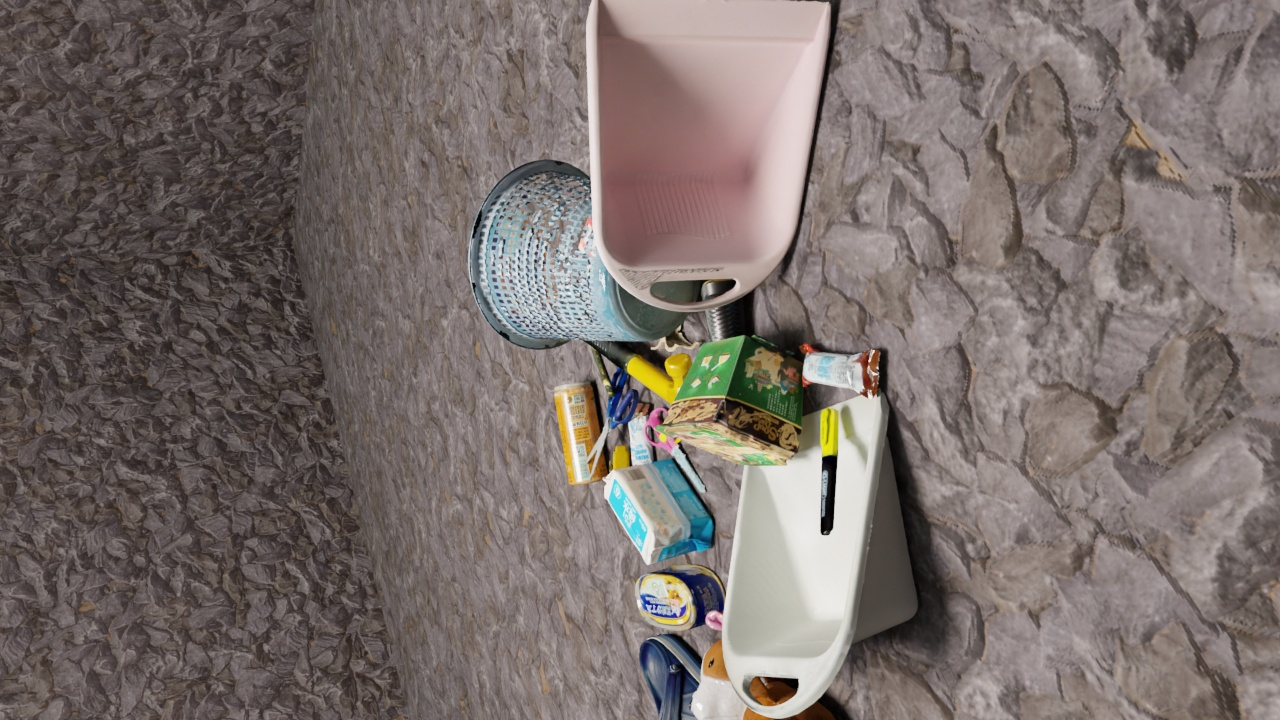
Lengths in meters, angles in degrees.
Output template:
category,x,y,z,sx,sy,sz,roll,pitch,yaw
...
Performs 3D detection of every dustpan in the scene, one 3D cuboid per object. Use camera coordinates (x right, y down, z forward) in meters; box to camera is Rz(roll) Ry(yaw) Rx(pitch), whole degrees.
category,x,y,z,sx,sy,sz,roll,pitch,yaw
dustpan,0.141,0.184,0.862,0.223,0.142,0.257,-31,71,59
dustpan,0.062,-0.183,0.847,0.274,0.222,0.138,100,162,-52

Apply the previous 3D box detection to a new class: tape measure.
category,x,y,z,sx,sy,sz,roll,pitch,yaw
tape measure,-0.028,0.151,1.247,0.059,0.029,0.057,-90,-3,-50

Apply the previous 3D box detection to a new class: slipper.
category,x,y,z,sx,sy,sz,roll,pitch,yaw
slipper,0.055,0.436,1.130,0.253,0.095,0.105,-133,41,-51

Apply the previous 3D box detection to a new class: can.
category,x,y,z,sx,sy,sz,roll,pitch,yaw
can,-0.087,0.106,1.336,0.058,0.058,0.146,-17,82,61
can,0.048,0.297,1.150,0.148,0.049,0.074,-19,80,60

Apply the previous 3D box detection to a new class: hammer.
category,x,y,z,sx,sy,sz,roll,pitch,yaw
hammer,-0.007,0.007,1.157,0.301,0.032,0.129,36,146,54

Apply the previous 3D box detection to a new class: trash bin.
category,x,y,z,sx,sy,sz,roll,pitch,yaw
trash bin,-0.046,-0.108,1.034,0.195,0.226,0.227,14,110,43

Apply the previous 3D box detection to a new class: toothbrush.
category,x,y,z,sx,sy,sz,roll,pitch,yaw
toothbrush,-0.063,-0.021,1.285,0.017,0.012,0.185,-57,39,35

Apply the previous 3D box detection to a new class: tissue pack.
category,x,y,z,sx,sy,sz,roll,pitch,yaw
tissue pack,0.021,0.183,1.129,0.140,0.089,0.063,54,140,40

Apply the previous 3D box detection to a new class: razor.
category,x,y,z,sx,sy,sz,roll,pitch,yaw
razor,0.093,-0.039,0.993,0.067,0.062,0.167,-87,-12,-80

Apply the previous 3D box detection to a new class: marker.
category,x,y,z,sx,sy,sz,roll,pitch,yaw
marker,0.171,0.100,0.836,0.018,0.015,0.124,-41,35,56

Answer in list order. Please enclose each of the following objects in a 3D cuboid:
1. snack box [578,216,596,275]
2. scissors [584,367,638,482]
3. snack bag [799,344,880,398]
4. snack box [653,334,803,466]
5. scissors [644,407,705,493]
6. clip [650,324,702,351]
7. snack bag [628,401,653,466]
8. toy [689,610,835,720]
category,x,y,z,sx,sy,sz,roll,pitch,yaw
snack box,-0.040,-0.120,1.228,0.152,0.025,0.075,60,143,34
scissors,-0.043,0.081,1.254,0.167,0.012,0.155,-38,45,55
snack bag,0.183,0.008,0.858,0.105,0.026,0.045,10,96,59
snack box,0.100,0.039,0.926,0.118,0.118,0.105,-12,57,61
scissors,0.045,0.115,1.145,0.133,0.017,0.054,54,125,35
clip,0.041,-0.023,1.100,0.094,0.035,0.103,66,152,29
snack bag,0.001,0.108,1.212,0.048,0.026,0.104,4,101,56
toy,0.119,0.368,0.979,0.199,0.130,0.140,-125,32,-55
